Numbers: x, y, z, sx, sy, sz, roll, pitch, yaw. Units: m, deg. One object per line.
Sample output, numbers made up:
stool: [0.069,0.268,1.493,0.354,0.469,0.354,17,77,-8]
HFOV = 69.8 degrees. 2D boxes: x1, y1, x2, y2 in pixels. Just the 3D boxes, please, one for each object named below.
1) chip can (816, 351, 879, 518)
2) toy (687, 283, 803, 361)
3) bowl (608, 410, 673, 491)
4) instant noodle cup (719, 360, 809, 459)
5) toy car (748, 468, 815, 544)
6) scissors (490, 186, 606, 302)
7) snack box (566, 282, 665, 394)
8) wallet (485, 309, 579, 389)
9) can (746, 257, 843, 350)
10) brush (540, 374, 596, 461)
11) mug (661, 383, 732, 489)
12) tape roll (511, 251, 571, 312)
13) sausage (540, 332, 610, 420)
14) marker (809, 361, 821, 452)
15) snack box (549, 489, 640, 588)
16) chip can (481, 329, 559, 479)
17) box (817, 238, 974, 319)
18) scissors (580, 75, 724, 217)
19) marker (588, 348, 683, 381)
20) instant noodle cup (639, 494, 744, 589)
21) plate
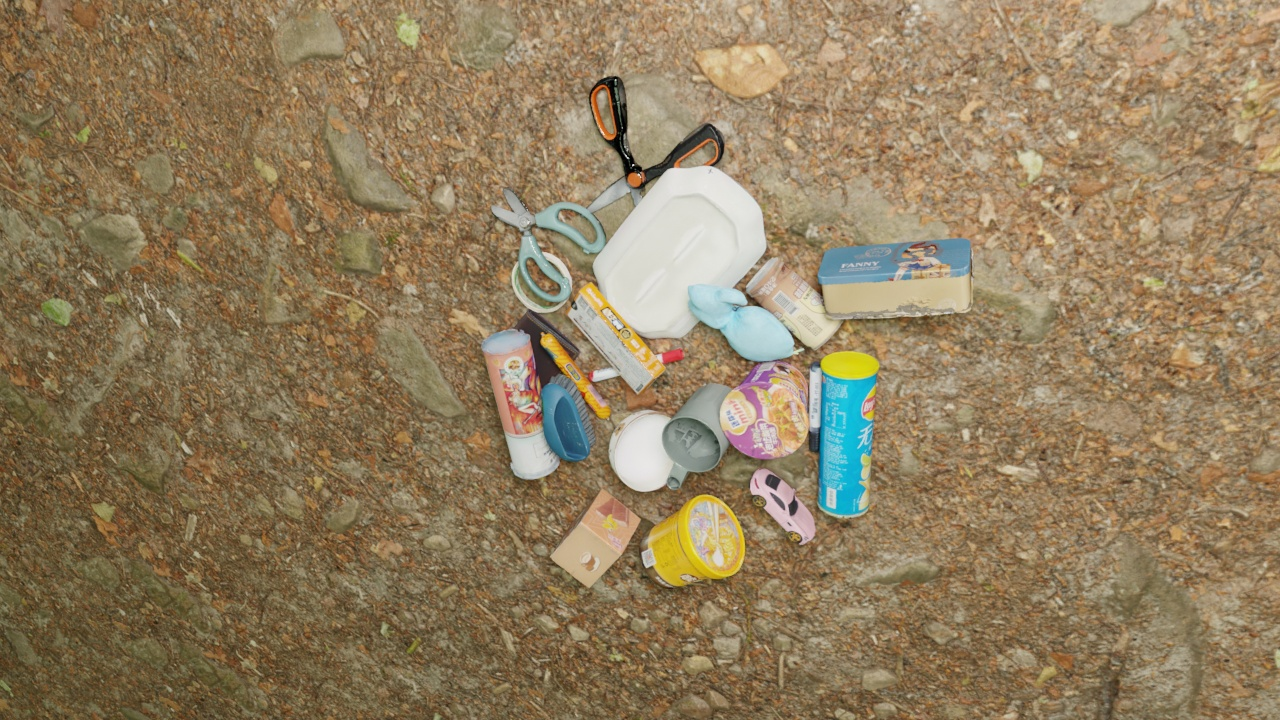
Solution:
chip can: [0.266,0.097,1.183,0.071,0.071,0.210,5,117,18]
toy: [0.130,-0.043,1.142,0.156,0.049,0.161,24,162,10]
bowl: [0.002,0.121,1.285,0.062,0.113,0.113,21,133,61]
instant noodle cup: [0.167,0.057,1.183,0.112,0.099,0.112,8,116,16]
toy car: [0.199,0.199,1.266,0.122,0.056,0.037,46,128,-6]
scissors: [-0.118,-0.173,1.215,0.172,0.019,0.176,-29,91,25]
snack box: [-0.034,-0.027,1.226,0.153,0.026,0.075,49,154,4]
wallet: [-0.155,-0.004,1.319,0.096,0.020,0.123,40,123,-5]
can: [0.190,-0.071,1.135,0.116,0.058,0.059,41,121,-3]
brush: [-0.108,0.091,1.301,0.055,0.073,0.144,8,133,27]
mug: [0.080,0.102,1.232,0.084,0.103,0.124,30,126,10]
tape roll: [-0.136,-0.108,1.264,0.086,0.013,0.086,8,117,17]
sausage: [-0.091,0.023,1.294,0.021,0.021,0.165,-25,114,28]
marker: [0.233,0.062,1.209,0.023,0.018,0.131,2,116,10]
snack box: [-0.067,0.266,1.374,0.077,0.094,0.093,39,121,-1]
chip can: [-0.171,0.064,1.313,0.071,0.071,0.215,2,121,20]
box: [0.292,-0.094,1.069,0.184,0.089,0.062,-1,120,19]
scissors: [0.005,-0.245,1.144,0.221,0.021,0.234,-8,113,28]
marker: [-0.008,0.007,1.271,0.145,0.017,0.017,-15,109,26]
instant noodle cup: [0.069,0.267,1.316,0.115,0.118,0.118,-32,100,37]
plate: [0.041,-0.125,1.165,0.162,0.034,0.267,40,126,-6]
